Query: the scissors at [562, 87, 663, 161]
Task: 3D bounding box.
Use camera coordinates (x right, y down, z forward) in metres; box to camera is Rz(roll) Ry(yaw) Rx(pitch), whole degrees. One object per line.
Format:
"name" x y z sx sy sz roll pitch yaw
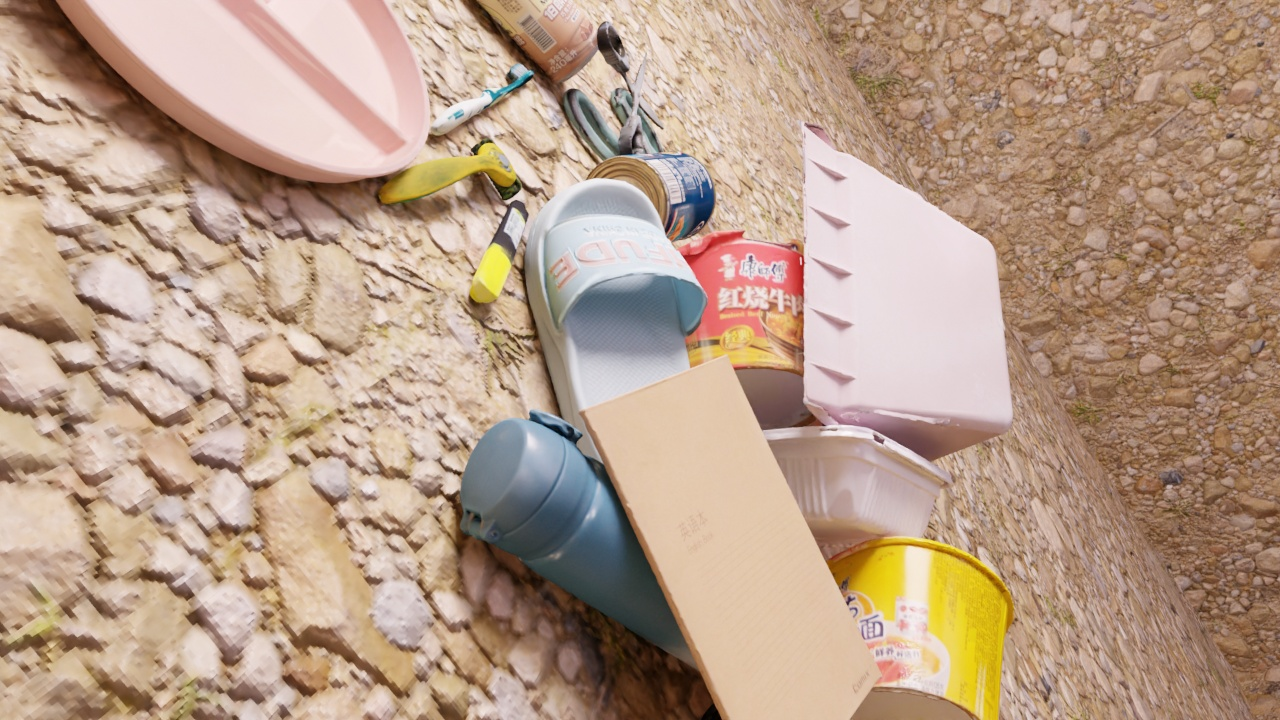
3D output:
"scissors" -0.006 -0.201 0.850 0.170 0.019 0.180 42 29 -26

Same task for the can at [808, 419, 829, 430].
"can" 0.134 0.039 0.761 0.066 0.067 0.094 -63 134 -60

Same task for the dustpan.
"dustpan" 0.180 -0.017 0.720 0.273 0.139 0.222 19 64 -26

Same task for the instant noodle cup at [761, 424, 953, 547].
"instant noodle cup" 0.134 0.097 0.663 0.173 0.138 0.060 24 65 -48

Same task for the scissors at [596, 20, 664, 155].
"scissors" -0.003 -0.235 0.819 0.181 0.014 0.159 40 46 -65

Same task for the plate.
"plate" -0.207 -0.188 0.480 0.229 0.028 0.229 42 31 -32

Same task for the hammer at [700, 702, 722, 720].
"hammer" 0.129 0.313 0.516 0.301 0.033 0.128 55 26 -7

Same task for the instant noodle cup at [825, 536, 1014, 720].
"instant noodle cup" 0.179 0.206 0.616 0.138 0.138 0.109 48 37 -20

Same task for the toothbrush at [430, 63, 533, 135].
"toothbrush" -0.112 -0.191 0.660 0.018 0.016 0.191 42 29 -9

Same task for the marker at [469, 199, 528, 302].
"marker" -0.087 -0.071 0.578 0.018 0.015 0.123 47 25 -23

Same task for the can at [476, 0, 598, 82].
"can" -0.089 -0.290 0.756 0.116 0.059 0.058 42 30 -29

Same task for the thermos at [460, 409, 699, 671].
"thermos" 0.002 0.106 0.480 0.220 0.070 0.070 41 31 -31

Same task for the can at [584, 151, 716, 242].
"can" 0.007 -0.127 0.729 0.075 0.075 0.111 58 27 1

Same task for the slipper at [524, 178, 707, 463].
"slipper" -0.008 -0.023 0.565 0.104 0.074 0.245 6 55 -27

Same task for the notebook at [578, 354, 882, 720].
"notebook" 0.055 0.106 0.487 0.149 0.012 0.211 -18 82 -57

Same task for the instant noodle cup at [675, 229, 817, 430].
"instant noodle cup" 0.075 -0.009 0.670 0.138 0.138 0.108 33 45 -41

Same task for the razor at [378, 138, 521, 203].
"razor" -0.115 -0.113 0.562 0.043 0.028 0.132 60 28 -5
